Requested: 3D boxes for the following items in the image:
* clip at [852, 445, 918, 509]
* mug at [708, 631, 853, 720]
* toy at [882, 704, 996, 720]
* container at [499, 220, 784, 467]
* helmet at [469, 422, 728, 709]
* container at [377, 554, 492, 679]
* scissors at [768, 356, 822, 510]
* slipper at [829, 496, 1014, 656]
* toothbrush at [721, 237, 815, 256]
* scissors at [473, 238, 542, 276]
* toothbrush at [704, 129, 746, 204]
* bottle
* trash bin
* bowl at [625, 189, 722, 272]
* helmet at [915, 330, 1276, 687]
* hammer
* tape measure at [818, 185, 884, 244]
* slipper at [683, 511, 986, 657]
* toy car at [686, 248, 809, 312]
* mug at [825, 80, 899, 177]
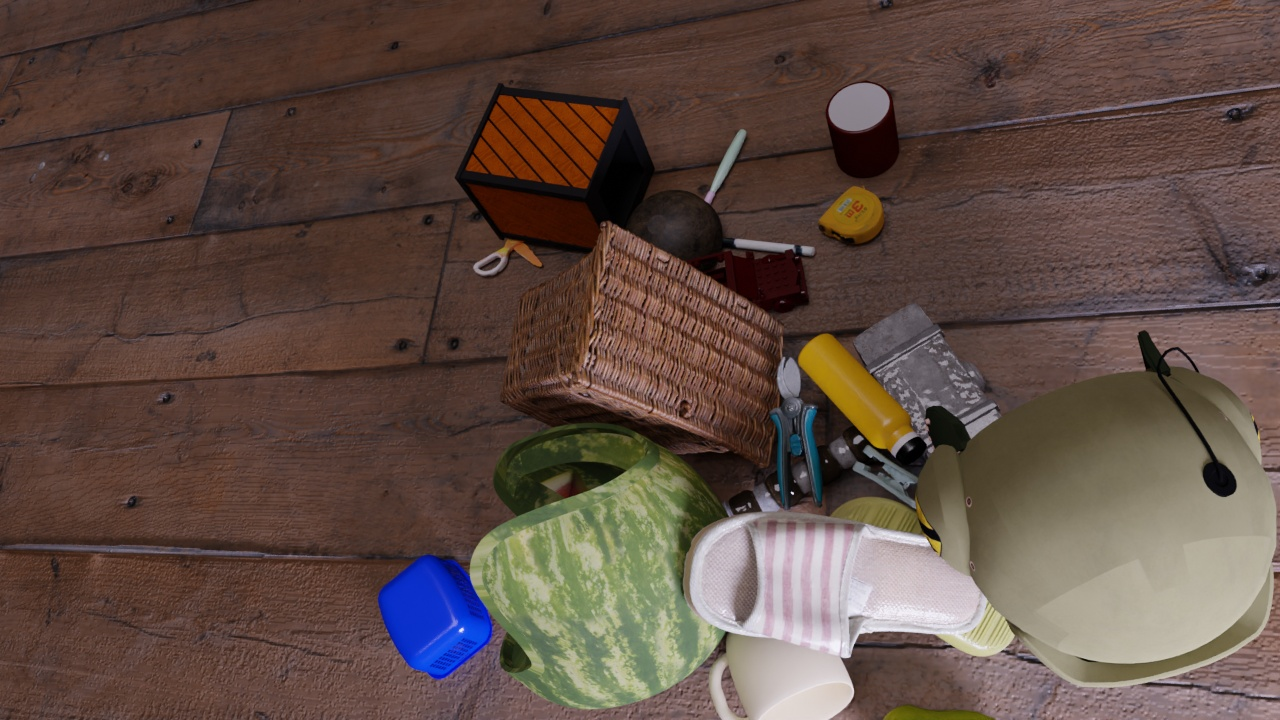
[{"bbox_3d":[0.230,0.107,0.827,0.076,0.023,0.044,33,96,32],"label":"clip"},{"bbox_3d":[0.117,0.275,0.828,0.120,0.096,0.099,-26,48,2],"label":"mug"},{"bbox_3d":[0.254,0.331,0.775,0.110,0.051,0.090,19,71,30],"label":"toy"},{"bbox_3d":[-0.006,0.005,0.919,0.184,0.249,0.162,-17,56,47],"label":"container"},{"bbox_3d":[-0.028,0.196,0.846,0.243,0.247,0.213,-12,21,2],"label":"helmet"},{"bbox_3d":[-0.224,0.271,0.985,0.096,0.058,0.114,-39,58,-1],"label":"container"},{"bbox_3d":[0.153,0.072,0.880,0.146,0.019,0.133,37,97,31],"label":"scissors"},{"bbox_3d":[0.248,0.195,0.832,0.190,0.082,0.091,31,77,3],"label":"slipper"},{"bbox_3d":[0.114,-0.135,1.081,0.187,0.012,0.017,10,82,25],"label":"toothbrush"},{"bbox_3d":[-0.169,-0.152,1.199,0.131,0.011,0.125,-45,58,-4],"label":"scissors"},{"bbox_3d":[0.094,-0.221,1.129,0.022,0.015,0.154,7,65,56],"label":"toothbrush"},{"bbox_3d":[0.206,0.037,0.852,0.043,0.043,0.143,-38,56,0],"label":"bottle"},{"bbox_3d":[-0.100,-0.230,1.126,0.172,0.140,0.139,13,70,21],"label":"trash bin"},{"bbox_3d":[0.030,-0.150,1.081,0.121,0.056,0.121,-7,74,23],"label":"bowl"},{"bbox_3d":[0.352,0.124,0.706,0.250,0.256,0.232,-21,56,11],"label":"helmet"},{"bbox_3d":[0.189,0.099,0.906,0.327,0.079,0.176,-33,58,10],"label":"hammer"},{"bbox_3d":[0.244,-0.161,1.032,0.068,0.030,0.059,-48,58,-4],"label":"tape measure"},{"bbox_3d":[0.167,0.183,0.753,0.263,0.052,0.115,5,76,-10],"label":"slipper"},{"bbox_3d":[0.097,-0.082,1.031,0.170,0.062,0.070,-12,62,15],"label":"toy car"},{"bbox_3d":[0.257,-0.277,1.053,0.073,0.082,0.105,1,66,22],"label":"mug"}]
